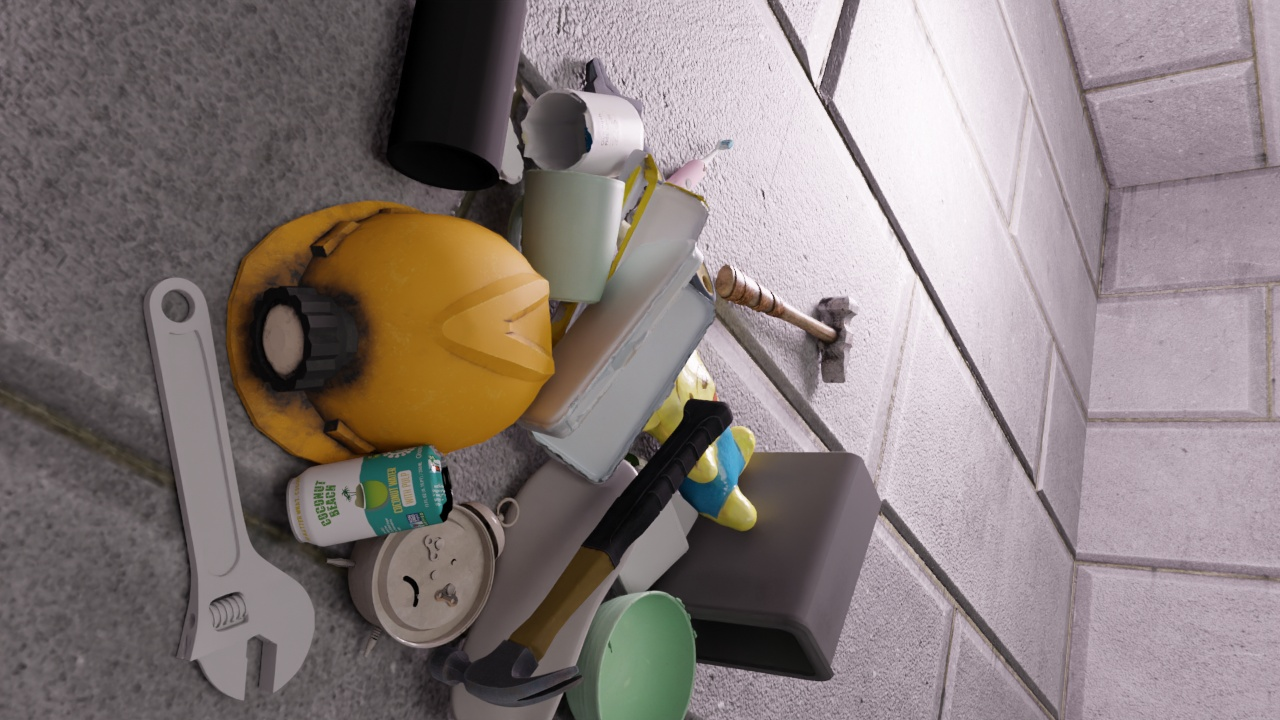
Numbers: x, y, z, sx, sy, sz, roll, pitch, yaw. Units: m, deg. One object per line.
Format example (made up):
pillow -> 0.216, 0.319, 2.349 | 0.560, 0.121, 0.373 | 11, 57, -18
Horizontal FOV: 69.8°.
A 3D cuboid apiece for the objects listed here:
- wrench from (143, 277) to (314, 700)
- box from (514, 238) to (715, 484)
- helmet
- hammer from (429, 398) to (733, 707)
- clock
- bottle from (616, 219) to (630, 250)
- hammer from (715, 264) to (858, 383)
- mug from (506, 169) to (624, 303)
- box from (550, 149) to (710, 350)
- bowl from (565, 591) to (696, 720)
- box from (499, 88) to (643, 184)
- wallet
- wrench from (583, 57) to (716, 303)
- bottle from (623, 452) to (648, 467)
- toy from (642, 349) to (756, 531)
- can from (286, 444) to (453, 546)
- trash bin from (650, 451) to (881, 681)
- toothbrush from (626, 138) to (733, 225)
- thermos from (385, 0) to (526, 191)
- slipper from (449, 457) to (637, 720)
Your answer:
wrench -> -0.266, 0.083, 0.589 | 0.086, 0.018, 0.273 | -13, 97, -53
box -> -0.002, 0.007, 0.795 | 0.214, 0.106, 0.127 | -51, 123, -17
helmet -> -0.144, -0.021, 0.664 | 0.254, 0.132, 0.205 | -6, 92, -54
hammer -> -0.020, 0.140, 0.741 | 0.331, 0.118, 0.025 | -47, 127, -37
clock -> -0.154, 0.148, 0.698 | 0.156, 0.061, 0.103 | -30, 111, -42
bottle -> -0.002, -0.107, 0.926 | 0.184, 0.045, 0.045 | 52, 49, -38
hammer -> 0.193, -0.058, 1.189 | 0.318, 0.049, 0.121 | 20, 75, -49
mug -> -0.071, -0.104, 0.780 | 0.084, 0.111, 0.104 | 0, 99, -50
box -> -0.016, -0.085, 0.861 | 0.117, 0.057, 0.209 | 32, 78, -38
bowl -> -0.019, 0.287, 0.854 | 0.150, 0.077, 0.151 | 4, 85, -53
box -> -0.070, -0.199, 0.819 | 0.165, 0.092, 0.083 | -18, 106, -61
wallet -> 0.006, 0.161, 0.905 | 0.115, 0.037, 0.118 | -38, 123, -29
wrench -> 0.014, -0.179, 0.933 | 0.073, 0.022, 0.273 | -39, 107, -51
bottle -> -0.013, 0.105, 0.916 | 0.106, 0.025, 0.025 | 30, 64, -48
toy -> 0.048, 0.064, 0.946 | 0.214, 0.084, 0.148 | 57, 24, -28
can -> -0.182, 0.092, 0.624 | 0.055, 0.101, 0.055 | 168, -88, -86
trash bin -> 0.132, 0.206, 0.967 | 0.097, 0.192, 0.219 | 60, 43, -31
toothbrush -> 0.050, -0.202, 1.018 | 0.221, 0.027, 0.027 | -48, 136, -43
thermos -> -0.138, -0.243, 0.720 | 0.086, 0.086, 0.198 | 23, 70, -50
slipper -> -0.082, 0.200, 0.782 | 0.113, 0.081, 0.265 | 22, 56, -2
